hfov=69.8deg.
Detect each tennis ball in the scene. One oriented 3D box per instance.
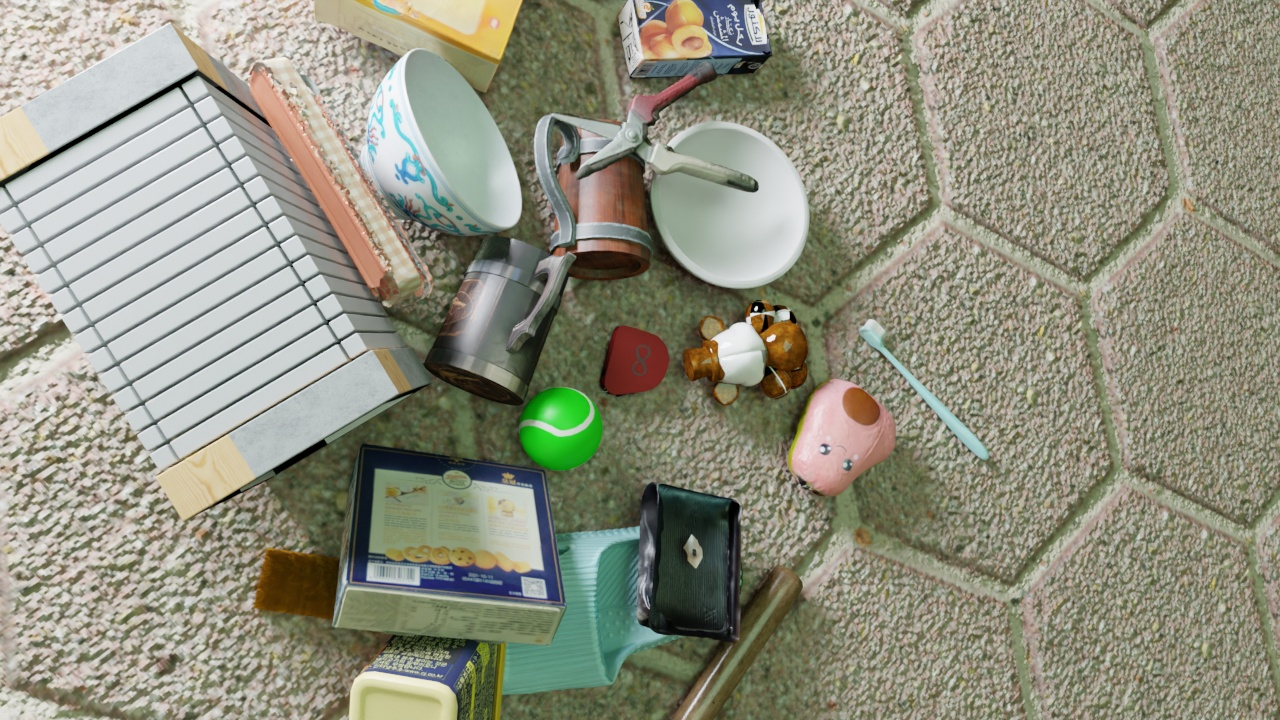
[{"bbox_3d":[-0.062,0.053,0.716,0.065,0.065,0.065,3,81,-20],"label":"tennis ball"}]

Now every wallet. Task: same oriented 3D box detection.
[{"bbox_3d":[0.039,0.157,0.713,0.089,0.026,0.114,17,66,-31],"label":"wallet"}]

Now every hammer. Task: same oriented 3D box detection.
[{"bbox_3d":[0.034,0.298,0.735,0.129,0.040,0.321,42,70,-6],"label":"hammer"}]

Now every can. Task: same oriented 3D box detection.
[{"bbox_3d":[-0.143,0.246,0.612,0.075,0.104,0.135,7,100,6],"label":"can"}]

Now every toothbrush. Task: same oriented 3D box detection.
[{"bbox_3d":[0.271,0.030,0.869,0.180,0.016,0.016,46,61,-8],"label":"toothbrush"}]

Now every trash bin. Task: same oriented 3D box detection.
[{"bbox_3d":[-0.270,-0.052,0.593,0.142,0.142,0.247,-31,94,-3],"label":"trash bin"}]

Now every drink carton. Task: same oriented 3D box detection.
[{"bbox_3d":[0.050,-0.291,0.819,0.130,0.040,0.064,-10,87,-21],"label":"drink carton"}]

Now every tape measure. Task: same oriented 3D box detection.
[{"bbox_3d":[-0.005,0.004,0.769,0.051,0.019,0.059,17,84,-19],"label":"tape measure"}]

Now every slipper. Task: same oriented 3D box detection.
[{"bbox_3d":[-0.036,0.186,0.708,0.275,0.070,0.116,-8,82,-22],"label":"slipper"}]

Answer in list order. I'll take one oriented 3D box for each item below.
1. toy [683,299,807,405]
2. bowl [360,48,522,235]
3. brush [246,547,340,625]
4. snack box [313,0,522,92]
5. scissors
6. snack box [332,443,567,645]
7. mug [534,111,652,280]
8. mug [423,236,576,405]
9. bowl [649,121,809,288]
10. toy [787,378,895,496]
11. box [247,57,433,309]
[{"bbox_3d":[0.092,-0.006,0.787,0.112,0.067,0.087,-12,87,-12],"label":"toy"},{"bbox_3d":[-0.161,-0.150,0.692,0.074,0.143,0.144,-23,91,18],"label":"bowl"},{"bbox_3d":[-0.210,0.165,0.658,0.126,0.017,0.048,10,79,-6],"label":"brush"},{"bbox_3d":[-0.156,-0.332,0.727,0.145,0.081,0.195,21,75,-16],"label":"snack box"},{"bbox_3d":[0.025,-0.180,0.744,0.179,0.015,0.198,38,57,-19],"label":"scissors"},{"bbox_3d":[-0.133,0.127,0.644,0.144,0.145,0.043,11,119,-19],"label":"snack box"},{"bbox_3d":[-0.042,-0.133,0.732,0.117,0.082,0.111,16,70,-54],"label":"mug"},{"bbox_3d":[-0.097,-0.031,0.690,0.080,0.116,0.107,30,71,-32],"label":"mug"},{"bbox_3d":[0.072,-0.131,0.802,0.149,0.043,0.149,4,78,-19],"label":"bowl"},{"bbox_3d":[0.174,0.072,0.807,0.090,0.051,0.109,38,72,-10],"label":"toy"},{"bbox_3d":[-0.201,-0.122,0.632,0.187,0.057,0.067,59,30,-2],"label":"box"}]
